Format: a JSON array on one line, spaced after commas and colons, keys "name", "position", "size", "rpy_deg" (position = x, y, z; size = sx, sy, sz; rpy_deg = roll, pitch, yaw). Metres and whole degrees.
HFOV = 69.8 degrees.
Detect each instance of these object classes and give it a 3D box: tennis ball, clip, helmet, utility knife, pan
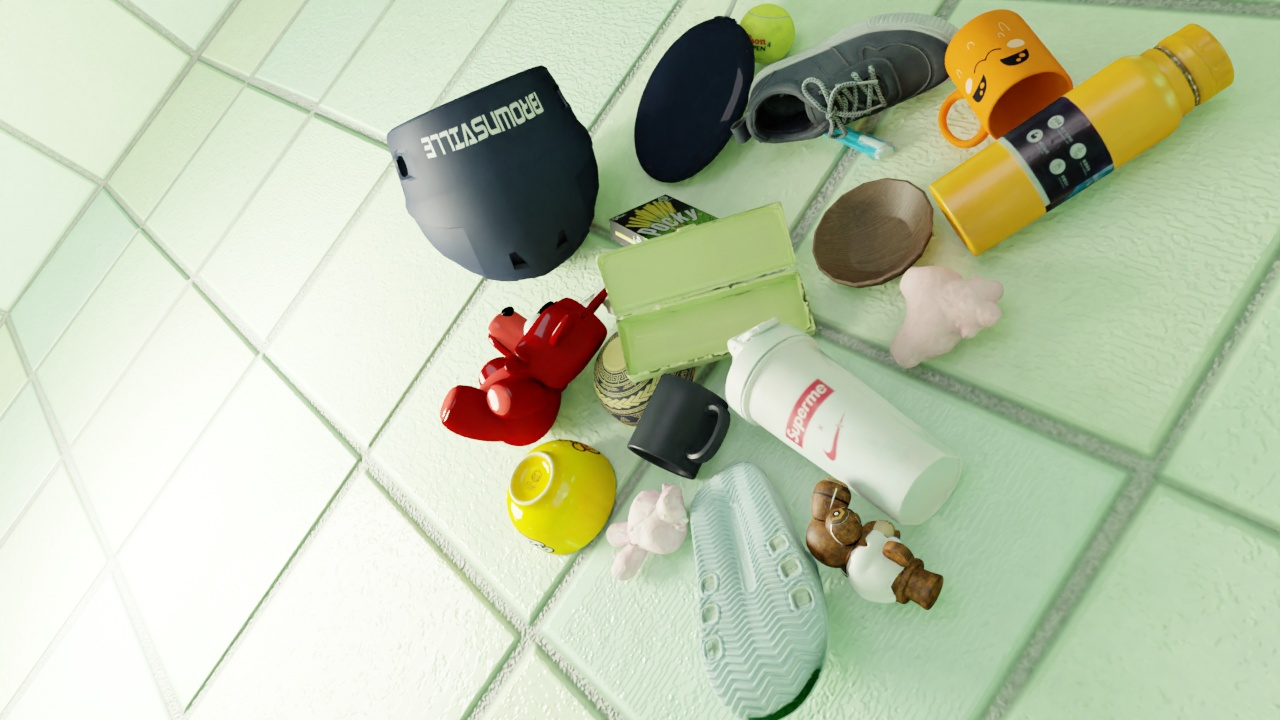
[{"name": "tennis ball", "position": [0.145, -0.377, 1.059], "size": [0.065, 0.065, 0.065], "rpy_deg": [-19, 54, 28]}, {"name": "clip", "position": [-0.030, -0.077, 1.048], "size": [0.102, 0.040, 0.054], "rpy_deg": [-35, 28, 17]}, {"name": "helmet", "position": [-0.161, -0.206, 1.098], "size": [0.232, 0.223, 0.272], "rpy_deg": [-25, 17, -7]}, {"name": "utility knife", "position": [0.216, -0.235, 0.955], "size": [0.022, 0.015, 0.123], "rpy_deg": [-40, 43, -6]}, {"name": "pan", "position": [0.088, -0.376, 1.060], "size": [0.199, 0.021, 0.357], "rpy_deg": [38, 106, 52]}]

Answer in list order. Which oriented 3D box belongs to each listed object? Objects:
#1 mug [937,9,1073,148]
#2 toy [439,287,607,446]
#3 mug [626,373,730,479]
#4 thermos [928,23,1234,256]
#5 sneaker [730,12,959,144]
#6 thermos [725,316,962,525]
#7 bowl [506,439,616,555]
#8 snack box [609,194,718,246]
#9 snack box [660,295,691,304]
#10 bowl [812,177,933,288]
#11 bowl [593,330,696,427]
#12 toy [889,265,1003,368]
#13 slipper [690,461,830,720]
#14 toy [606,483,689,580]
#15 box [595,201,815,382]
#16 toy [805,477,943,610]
[{"name": "mug", "position": [0.322, -0.247, 0.842], "size": [0.113, 0.077, 0.095], "rpy_deg": [-45, 42, 34]}, {"name": "toy", "position": [-0.113, -0.001, 0.975], "size": [0.120, 0.158, 0.198], "rpy_deg": [42, 113, 3]}, {"name": "mug", "position": [0.044, 0.064, 0.857], "size": [0.105, 0.071, 0.077], "rpy_deg": [6, 67, 59]}, {"name": "thermos", "position": [0.361, -0.188, 0.769], "size": [0.233, 0.076, 0.091], "rpy_deg": [-34, 45, 17]}, {"name": "sneaker", "position": [0.204, -0.273, 0.922], "size": [0.236, 0.089, 0.087], "rpy_deg": [-10, 42, 34]}, {"name": "thermos", "position": [0.161, 0.045, 0.774], "size": [0.099, 0.099, 0.220], "rpy_deg": [-51, 49, 0]}, {"name": "bowl", "position": [-0.090, 0.131, 0.931], "size": [0.117, 0.067, 0.117], "rpy_deg": [-19, 54, 28]}, {"name": "snack box", "position": [0.042, -0.134, 0.991], "size": [0.080, 0.025, 0.147], "rpy_deg": [-28, 39, -25]}, {"name": "snack box", "position": [0.039, -0.063, 0.968], "size": [0.029, 0.040, 0.148], "rpy_deg": [-48, 45, 5]}, {"name": "bowl", "position": [0.222, -0.114, 0.864], "size": [0.118, 0.030, 0.117], "rpy_deg": [-19, 54, 28]}, {"name": "bowl", "position": [-0.006, 0.006, 0.945], "size": [0.113, 0.061, 0.112], "rpy_deg": [-19, 54, 28]}, {"name": "toy", "position": [0.259, -0.043, 0.773], "size": [0.096, 0.052, 0.099], "rpy_deg": [-9, 57, 42]}, {"name": "slipper", "position": [0.100, 0.182, 0.753], "size": [0.104, 0.074, 0.245], "rpy_deg": [-32, 33, 16]}, {"name": "toy", "position": [0.008, 0.158, 0.855], "size": [0.110, 0.047, 0.063], "rpy_deg": [-41, 48, 31]}, {"name": "box", "position": [0.062, -0.064, 0.886], "size": [0.188, 0.047, 0.141], "rpy_deg": [-17, 93, 7]}, {"name": "toy", "position": [0.177, 0.147, 0.704], "size": [0.113, 0.087, 0.067], "rpy_deg": [22, 62, 37]}]
